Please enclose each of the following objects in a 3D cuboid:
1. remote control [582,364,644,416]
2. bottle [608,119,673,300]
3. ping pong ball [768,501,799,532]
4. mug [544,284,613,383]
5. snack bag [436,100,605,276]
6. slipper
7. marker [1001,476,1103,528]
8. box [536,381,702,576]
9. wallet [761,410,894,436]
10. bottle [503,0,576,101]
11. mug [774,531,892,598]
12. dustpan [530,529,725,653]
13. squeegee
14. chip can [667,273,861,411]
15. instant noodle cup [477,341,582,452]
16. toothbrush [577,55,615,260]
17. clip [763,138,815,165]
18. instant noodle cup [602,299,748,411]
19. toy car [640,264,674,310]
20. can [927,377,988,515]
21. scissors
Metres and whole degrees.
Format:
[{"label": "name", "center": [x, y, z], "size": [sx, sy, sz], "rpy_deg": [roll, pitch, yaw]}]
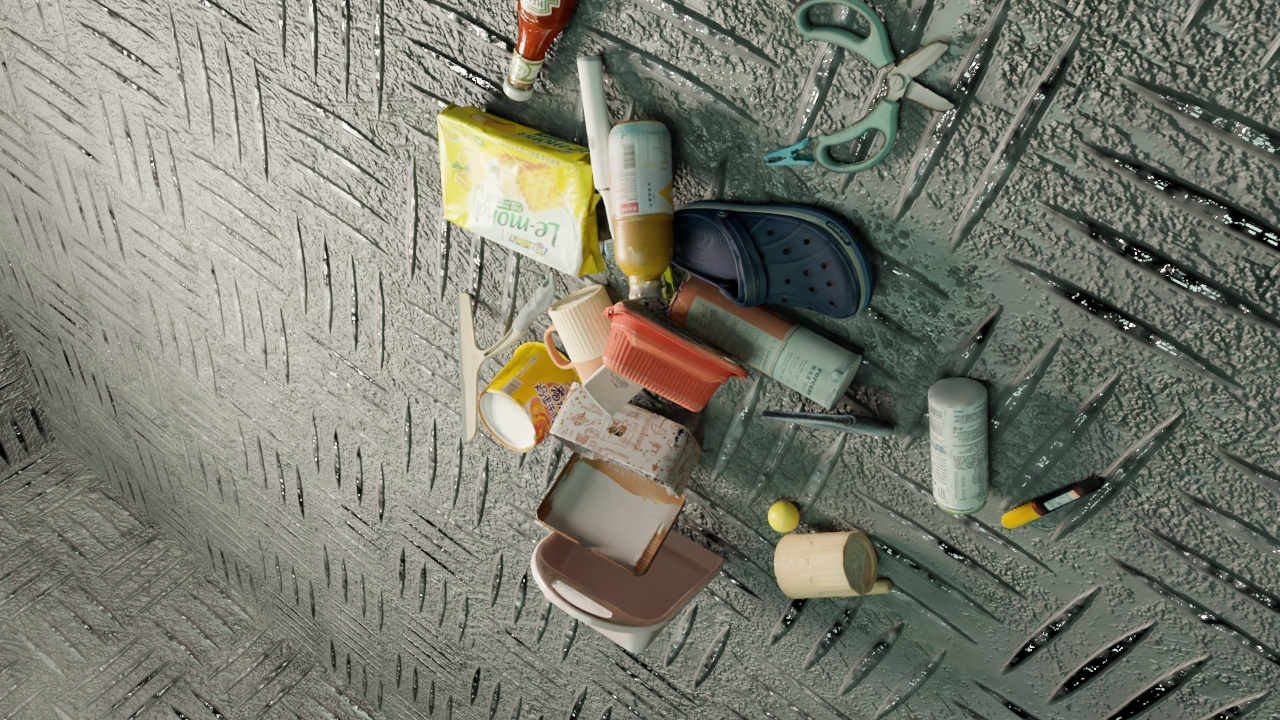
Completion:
[{"label": "remote control", "center": [-0.007, 0.007, 1.151], "size": [0.056, 0.135, 0.019], "rpy_deg": [47, 180, -9]}, {"label": "bottle", "center": [0.002, -0.160, 0.991], "size": [0.068, 0.067, 0.189], "rpy_deg": [0, 94, 40]}, {"label": "ping pong ball", "center": [0.187, 0.205, 1.201], "size": [0.040, 0.040, 0.040], "rpy_deg": [22, 134, 25]}, {"label": "mug", "center": [-0.074, -0.031, 1.195], "size": [0.115, 0.081, 0.106], "rpy_deg": [-15, 110, 31]}, {"label": "snack bag", "center": [-0.143, -0.213, 1.123], "size": [0.247, 0.068, 0.158], "rpy_deg": [26, 135, 22]}, {"label": "slipper", "center": [0.120, -0.109, 0.970], "size": [0.253, 0.095, 0.105], "rpy_deg": [21, 135, 32]}, {"label": "marker", "center": [0.435, 0.150, 0.972], "size": [0.018, 0.015, 0.124], "rpy_deg": [45, 137, -1]}, {"label": "box", "center": [-0.043, 0.161, 1.219], "size": [0.183, 0.193, 0.157], "rpy_deg": [21, 165, 21]}, {"label": "wallet", "center": [0.212, 0.069, 1.039], "size": [0.121, 0.097, 0.019], "rpy_deg": [2, 82, 41]}, {"label": "bottle", "center": [-0.106, -0.366, 0.975], "size": [0.060, 0.059, 0.207], "rpy_deg": [40, 139, 7]}, {"label": "mug", "center": [0.250, 0.272, 1.184], "size": [0.104, 0.084, 0.124], "rpy_deg": [-15, 136, 44]}, {"label": "dustpan", "center": [-0.021, 0.277, 1.263], "size": [0.223, 0.272, 0.139], "rpy_deg": [25, 139, 17]}, {"label": "squeegee", "center": [-0.170, -0.046, 1.237], "size": [0.247, 0.039, 0.246], "rpy_deg": [-39, 49, 40]}, {"label": "chip can", "center": [0.137, -0.025, 1.036], "size": [0.215, 0.071, 0.071], "rpy_deg": [30, 137, 18]}, {"label": "instant noodle cup", "center": [-0.160, 0.059, 1.323], "size": [0.138, 0.109, 0.138], "rpy_deg": [22, 135, 24]}, {"label": "toothbrush", "center": [-0.042, -0.221, 1.014], "size": [0.027, 0.026, 0.221], "rpy_deg": [-155, 55, -68]}, {"label": "clip", "center": [0.149, -0.207, 0.924], "size": [0.057, 0.015, 0.050], "rpy_deg": [-4, 121, 40]}, {"label": "instant noodle cup", "center": [0.025, -0.003, 1.047], "size": [0.164, 0.079, 0.189], "rpy_deg": [27, 180, -6]}, {"label": "toy car", "center": [0.016, -0.112, 1.099], "size": [0.048, 0.032, 0.105], "rpy_deg": [2, 111, 39]}, {"label": "can", "center": [0.337, 0.092, 0.972], "size": [0.058, 0.058, 0.147], "rpy_deg": [10, 128, 35]}, {"label": "scissors", "center": [0.194, -0.261, 0.841], "size": [0.178, 0.019, 0.171], "rpy_deg": [50, 141, -2]}]
